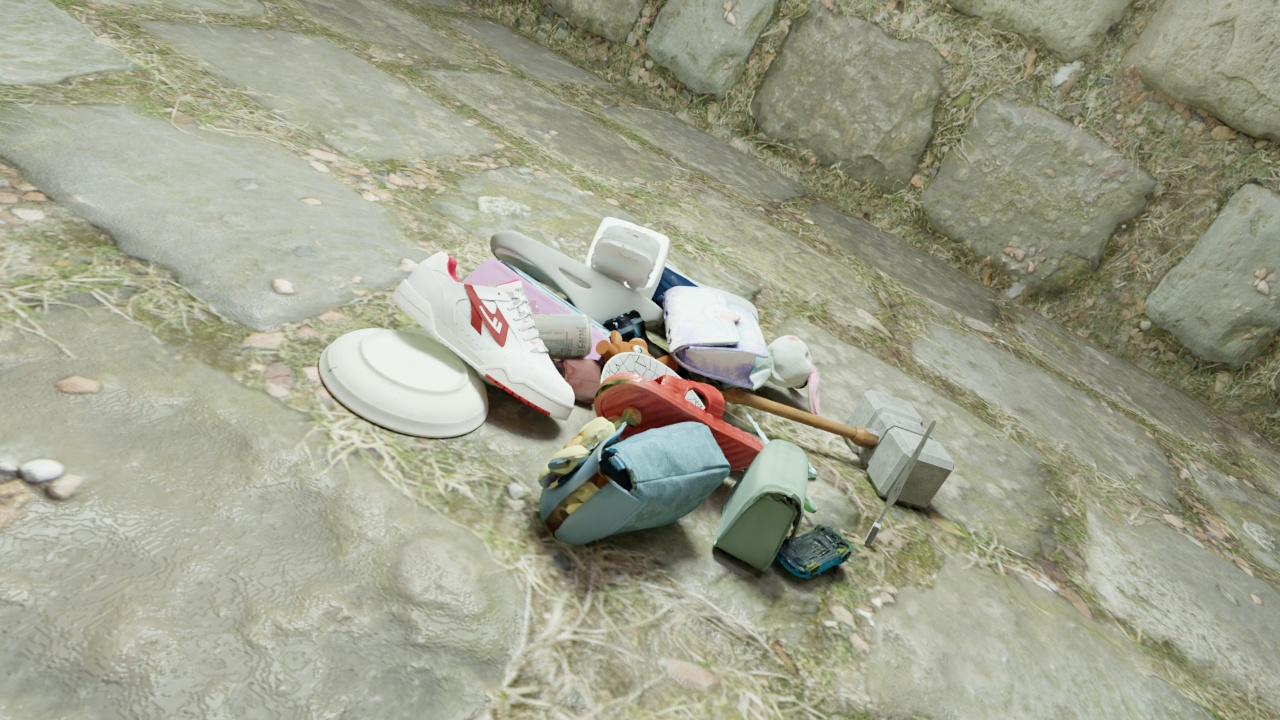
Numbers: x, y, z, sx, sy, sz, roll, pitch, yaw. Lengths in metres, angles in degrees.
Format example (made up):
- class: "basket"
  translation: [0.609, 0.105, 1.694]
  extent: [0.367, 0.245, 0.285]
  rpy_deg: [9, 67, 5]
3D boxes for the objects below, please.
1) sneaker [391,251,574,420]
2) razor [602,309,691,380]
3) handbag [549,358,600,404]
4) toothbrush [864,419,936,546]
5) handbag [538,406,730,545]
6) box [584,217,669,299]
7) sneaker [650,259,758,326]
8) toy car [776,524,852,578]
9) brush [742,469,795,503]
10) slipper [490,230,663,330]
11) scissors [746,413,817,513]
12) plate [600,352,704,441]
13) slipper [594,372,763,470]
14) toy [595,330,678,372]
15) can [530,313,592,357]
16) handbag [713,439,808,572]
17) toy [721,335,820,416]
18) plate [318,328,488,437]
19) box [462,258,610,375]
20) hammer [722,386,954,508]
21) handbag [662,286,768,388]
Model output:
- class: "sneaker"
  translation: [-0.153, -0.036, 1.018]
  extent: [0.236, 0.104, 0.090]
  rpy_deg: [38, -3, 6]
- class: "razor"
  translation: [0.013, -0.015, 1.235]
  extent: [0.140, 0.063, 0.053]
  rpy_deg: [36, -14, -14]
- class: "handbag"
  translation: [-0.108, 0.017, 1.088]
  extent: [0.119, 0.055, 0.029]
  rpy_deg: [10, -12, -20]
- class: "toothbrush"
  translation: [0.301, 0.145, 1.066]
  extent: [0.010, 0.182, 0.010]
  rpy_deg: [27, 27, 14]
- class: "handbag"
  translation: [-0.010, 0.105, 0.899]
  extent: [0.191, 0.122, 0.118]
  rpy_deg: [-7, 59, -46]
- class: "box"
  translation: [-0.020, -0.154, 1.277]
  extent: [0.109, 0.134, 0.107]
  rpy_deg: [19, 68, 6]
- class: "sneaker"
  translation: [0.051, -0.077, 1.384]
  extent: [0.294, 0.121, 0.127]
  rpy_deg: [24, 40, -15]
- class: "toy car"
  translation: [0.187, 0.211, 1.001]
  extent: [0.105, 0.032, 0.048]
  rpy_deg: [-9, 42, -44]
- class: "brush"
  translation: [0.133, 0.123, 1.112]
  extent: [0.151, 0.012, 0.038]
  rpy_deg: [40, 31, -1]
- class: "slipper"
  translation: [-0.096, -0.086, 1.267]
  extent: [0.265, 0.080, 0.113]
  rpy_deg: [28, -19, -21]
- class: "scissors"
  translation: [0.174, 0.127, 1.140]
  extent: [0.171, 0.021, 0.171]
  rpy_deg: [19, 31, -40]
- class: "plate"
  translation: [0.022, 0.074, 1.072]
  extent: [0.188, 0.016, 0.188]
  rpy_deg: [32, 36, -27]
- class: "slipper"
  translation: [0.045, 0.059, 1.002]
  extent: [0.248, 0.104, 0.059]
  rpy_deg: [30, 51, -41]
- class: "toy"
  translation: [-0.007, 0.007, 1.142]
  extent: [0.127, 0.065, 0.094]
  rpy_deg: [39, 46, -51]
- class: "can"
  translation: [-0.128, -0.030, 1.099]
  extent: [0.135, 0.054, 0.054]
  rpy_deg: [0, 31, -13]
- class: "handbag"
  translation: [0.136, 0.154, 0.976]
  extent: [0.067, 0.106, 0.121]
  rpy_deg: [31, 24, 1]
- class: "toy"
  translation: [0.185, 0.001, 1.342]
  extent: [0.205, 0.106, 0.131]
  rpy_deg: [18, 22, -22]
- class: "plate"
  translation: [-0.242, 0.012, 0.968]
  extent: [0.182, 0.034, 0.182]
  rpy_deg: [22, 24, -10]
- class: "box"
  translation: [-0.132, -0.043, 1.201]
  extent: [0.214, 0.091, 0.092]
  rpy_deg: [34, 66, 16]
- class: "hammer"
  translation: [0.253, 0.088, 1.253]
  extent: [0.317, 0.083, 0.162]
  rpy_deg: [18, 25, -18]
- class: "handbag"
  translation: [0.095, -0.038, 1.224]
  extent: [0.126, 0.069, 0.158]
  rpy_deg: [16, 28, -13]
